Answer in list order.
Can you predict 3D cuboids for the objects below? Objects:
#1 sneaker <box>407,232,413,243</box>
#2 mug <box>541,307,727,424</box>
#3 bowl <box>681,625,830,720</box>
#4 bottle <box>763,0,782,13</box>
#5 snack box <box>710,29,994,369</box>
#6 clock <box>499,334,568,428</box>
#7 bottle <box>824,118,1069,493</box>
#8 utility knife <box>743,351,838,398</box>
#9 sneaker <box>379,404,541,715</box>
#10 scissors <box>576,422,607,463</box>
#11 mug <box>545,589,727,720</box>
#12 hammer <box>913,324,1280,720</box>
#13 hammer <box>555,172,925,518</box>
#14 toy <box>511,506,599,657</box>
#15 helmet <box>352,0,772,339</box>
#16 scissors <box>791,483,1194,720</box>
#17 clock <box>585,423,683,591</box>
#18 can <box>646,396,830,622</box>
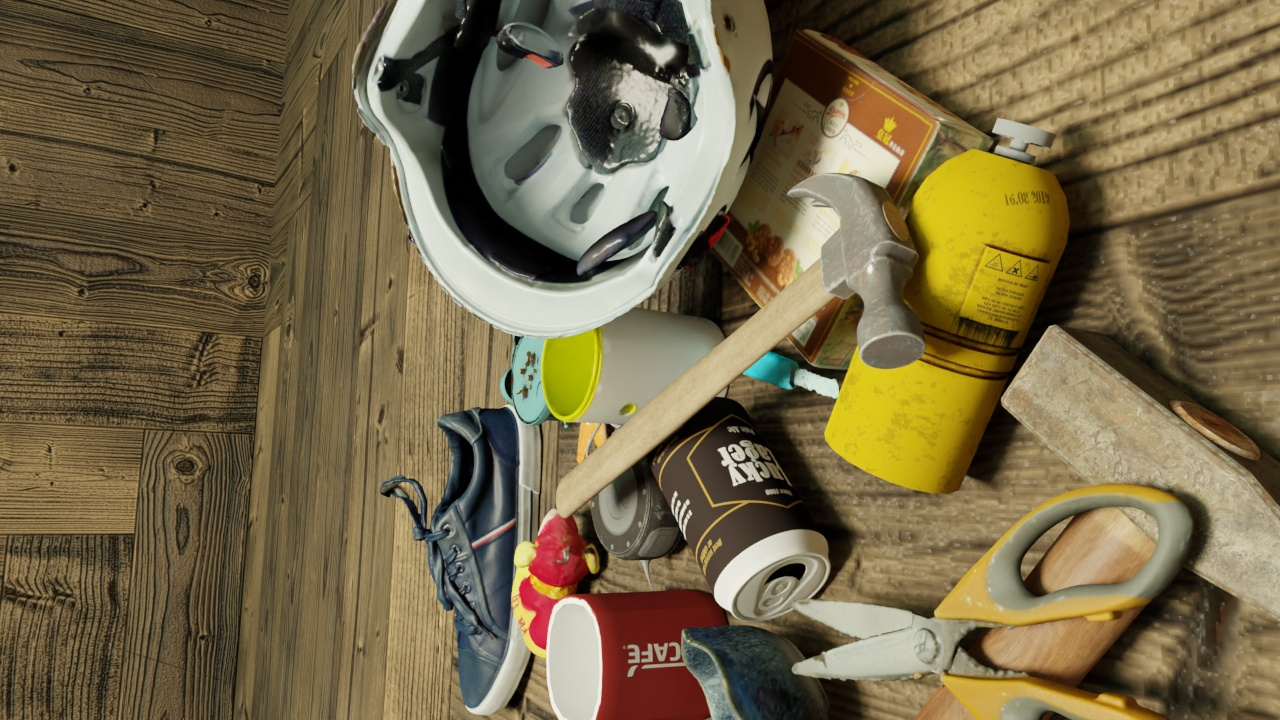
[{"bbox_3d":[-0.065,-0.177,0.682,0.103,0.269,0.132,4,-110,-83],"label":"sneaker"},{"bbox_3d":[-0.004,0.004,0.632,0.083,0.106,0.082,-15,72,58],"label":"mug"},{"bbox_3d":[0.070,0.190,0.512,0.110,0.055,0.110,58,166,23],"label":"bowl"},{"bbox_3d":[0.068,-0.267,0.597,0.068,0.067,0.157,10,94,59],"label":"bottle"},{"bbox_3d":[0.108,-0.094,0.526,0.143,0.041,0.147,57,133,47],"label":"snack box"},{"bbox_3d":[-0.087,0.009,0.823,0.124,0.053,0.090,40,118,54],"label":"clock"},{"bbox_3d":[0.146,-0.027,0.423,0.071,0.071,0.164,42,121,54],"label":"bottle"},{"bbox_3d":[0.080,0.008,0.542,0.158,0.015,0.022,-145,67,-74],"label":"utility knife"},{"bbox_3d":[-0.171,0.187,0.868,0.121,0.127,0.294,-3,84,58],"label":"sneaker"},{"bbox_3d":[-0.028,0.031,0.747,0.084,0.012,0.133,-5,100,25],"label":"scissors"},{"bbox_3d":[-0.002,0.211,0.602,0.081,0.096,0.116,-15,72,58],"label":"mug"},{"bbox_3d":[0.161,0.152,0.399,0.158,0.037,0.301,57,132,47],"label":"hammer"},{"bbox_3d":[0.032,0.019,0.518,0.332,0.030,0.119,-46,35,47],"label":"hammer"},{"bbox_3d":[-0.076,0.196,0.769,0.105,0.067,0.138,57,140,41],"label":"toy"},{"bbox_3d":[-0.031,-0.153,0.558,0.237,0.163,0.265,28,120,19],"label":"helmet"},{"bbox_3d":[0.139,0.133,0.386,0.226,0.016,0.166,-42,50,49],"label":"scissors"},{"bbox_3d":[0.000,0.095,0.670,0.091,0.043,0.122,-63,37,32],"label":"clock"},{"bbox_3d":[0.056,0.085,0.552,0.072,0.071,0.128,-63,37,31],"label":"can"}]
